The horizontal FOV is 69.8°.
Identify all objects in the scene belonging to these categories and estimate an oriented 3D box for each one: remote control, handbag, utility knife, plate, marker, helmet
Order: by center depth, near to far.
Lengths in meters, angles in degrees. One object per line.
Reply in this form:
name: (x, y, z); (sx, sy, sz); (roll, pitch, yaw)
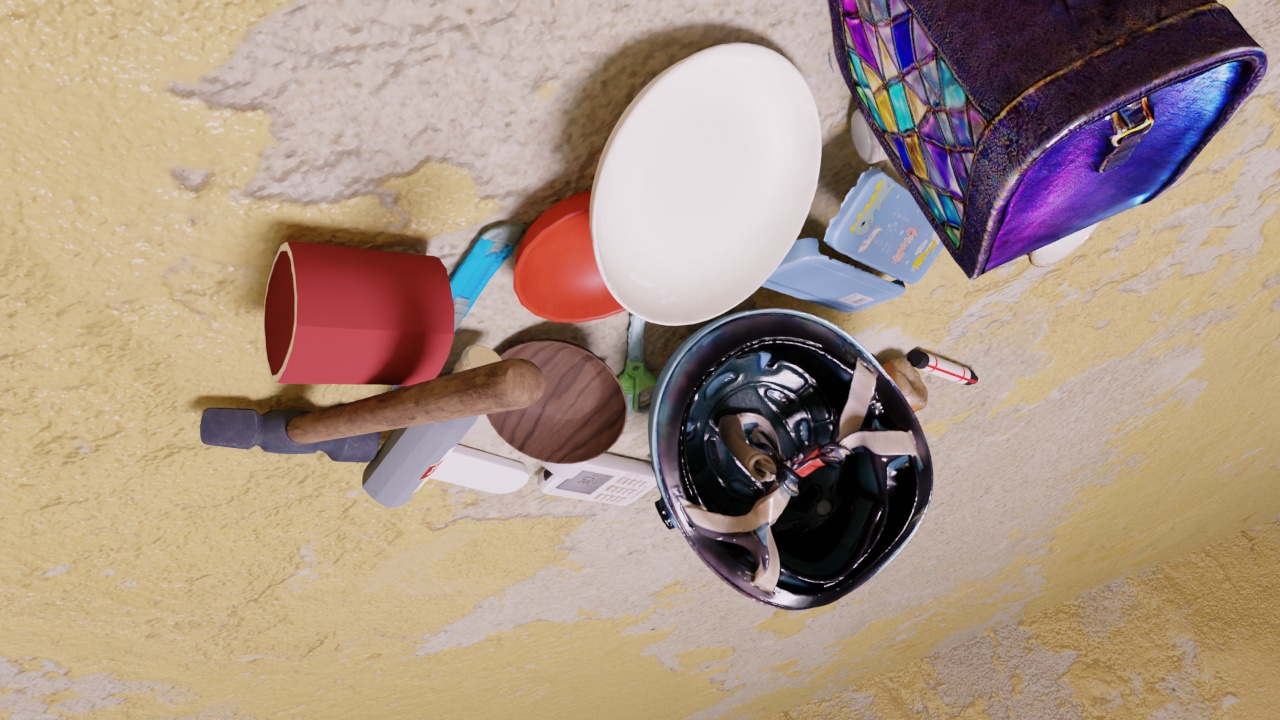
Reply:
handbag: (0.190, -0.173, 0.476); (0.125, 0.204, 0.222); (-24, 155, 4)
plate: (0.038, -0.111, 0.585); (0.182, 0.034, 0.183); (-21, 129, -29)
utility knife: (-0.139, -0.031, 0.667); (0.031, 0.015, 0.199); (9, 138, -35)
helmet: (0.109, 0.075, 0.800); (0.225, 0.167, 0.265); (-36, 107, -8)
remote control: (-0.157, 0.101, 0.857); (0.043, 0.013, 0.136); (-35, 146, 22)
remote control: (-0.040, 0.121, 0.944); (0.060, 0.025, 0.138); (-39, 144, 27)
marker: (0.337, 0.011, 1.006); (0.145, 0.019, 0.019); (14, 134, -43)

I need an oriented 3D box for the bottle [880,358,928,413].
bottle: (0.220, 0.058, 0.975); (0.168, 0.059, 0.059); (-33, 148, 34)

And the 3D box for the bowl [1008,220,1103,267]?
bowl: (0.325, -0.122, 0.740); (0.145, 0.063, 0.145); (-21, 146, -15)

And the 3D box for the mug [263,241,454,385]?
mug: (-0.188, -0.019, 0.595); (0.096, 0.080, 0.117); (2, 148, -34)

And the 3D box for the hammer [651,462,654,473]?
hammer: (0.164, 0.129, 1.014); (0.133, 0.040, 0.305); (-22, 149, 40)

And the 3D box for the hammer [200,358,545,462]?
hammer: (-0.169, 0.034, 0.592); (0.129, 0.040, 0.323); (10, 165, -42)

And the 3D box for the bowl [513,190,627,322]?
bowl: (-0.033, -0.078, 0.637); (0.122, 0.035, 0.122); (-15, 148, -10)

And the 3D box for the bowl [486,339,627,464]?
bowl: (-0.067, 0.028, 0.749); (0.119, 0.032, 0.119); (4, 122, 7)

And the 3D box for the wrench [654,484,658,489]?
wrench: (0.126, 0.138, 1.075); (0.272, 0.018, 0.084); (2, 141, -33)

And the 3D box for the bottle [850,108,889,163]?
bottle: (0.237, -0.179, 0.627); (0.186, 0.053, 0.053); (-18, 148, -5)

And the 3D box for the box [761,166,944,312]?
box: (0.176, -0.081, 0.720); (0.127, 0.039, 0.209); (-37, 157, 26)

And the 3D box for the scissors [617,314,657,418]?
scissors: (-0.004, 0.002, 0.800); (0.065, 0.033, 0.174); (-11, 150, -10)

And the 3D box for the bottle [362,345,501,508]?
bottle: (-0.160, 0.049, 0.723); (0.046, 0.072, 0.162); (39, 125, -6)

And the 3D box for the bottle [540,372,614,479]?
bottle: (-0.052, 0.055, 0.818); (0.044, 0.044, 0.137); (-3, 144, -28)
